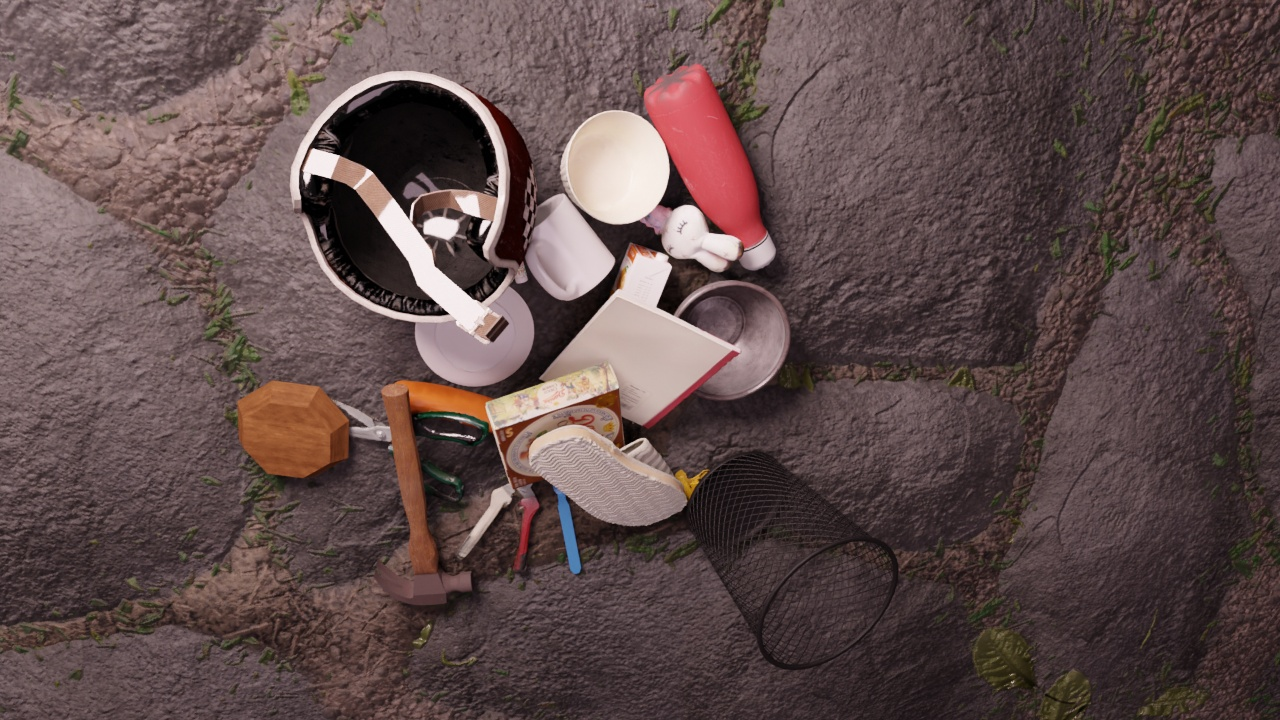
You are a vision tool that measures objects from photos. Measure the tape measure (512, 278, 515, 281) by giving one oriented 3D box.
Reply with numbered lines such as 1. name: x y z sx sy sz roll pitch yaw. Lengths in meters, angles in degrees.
1. tape measure: -0.178 -0.102 1.007 0.061 0.034 0.062 -27 105 -5

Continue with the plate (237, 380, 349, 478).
1. plate: -0.396 0.085 1.039 0.131 0.025 0.131 0 118 -1

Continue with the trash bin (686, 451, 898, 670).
1. trash bin: 0.166 0.224 1.096 0.183 0.210 0.184 -13 122 -21

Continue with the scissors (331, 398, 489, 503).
1. scissors: -0.270 0.109 1.075 0.206 0.015 0.180 6 133 8

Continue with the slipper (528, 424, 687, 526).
1. slipper: -0.035 0.133 1.079 0.115 0.054 0.272 -32 144 16

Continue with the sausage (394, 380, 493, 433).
1. sausage: -0.211 0.056 1.066 0.164 0.039 0.044 15 114 -16

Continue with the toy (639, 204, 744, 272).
1. toy: 0.055 -0.137 1.023 0.122 0.079 0.037 29 64 1

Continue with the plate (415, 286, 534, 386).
1. plate: -0.189 -0.030 1.050 0.134 0.011 0.135 -4 113 -9

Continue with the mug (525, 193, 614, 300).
1. mug: -0.087 -0.112 0.984 0.074 0.110 0.090 -25 117 29

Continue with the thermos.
1. thermos: 0.085 -0.200 0.999 0.073 0.073 0.240 -30 120 2

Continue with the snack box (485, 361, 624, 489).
1. snack box: -0.093 0.077 1.052 0.147 0.041 0.143 -18 146 -11

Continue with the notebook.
1. notebook: -0.006 0.006 1.028 0.153 0.012 0.209 25 144 -17

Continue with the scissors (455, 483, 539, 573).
1. scissors: -0.161 0.188 1.143 0.179 0.015 0.187 -26 113 0

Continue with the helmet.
1. helmet: -0.201 -0.145 0.864 0.233 0.253 0.233 15 84 0

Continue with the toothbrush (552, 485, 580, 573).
1. toothbrush: -0.094 0.203 1.166 0.016 0.014 0.167 -11 118 -6

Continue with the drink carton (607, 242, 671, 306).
1. drink carton: -0.008 -0.071 1.042 0.040 0.058 0.123 17 108 -17

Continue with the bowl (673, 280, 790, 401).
1. bowl: 0.095 -0.031 1.073 0.145 0.067 0.145 -4 113 -9

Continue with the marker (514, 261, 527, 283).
1. marker: -0.149 -0.154 1.004 0.017 0.017 0.145 -15 114 -4

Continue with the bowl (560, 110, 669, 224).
1. bowl: -0.034 -0.202 0.970 0.115 0.062 0.115 -4 99 -24

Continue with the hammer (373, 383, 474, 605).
1. hammer: -0.266 0.166 1.074 0.115 0.033 0.324 -3 123 -5

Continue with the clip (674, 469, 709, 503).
1. clip: 0.073 0.157 1.177 0.046 0.037 0.053 -21 113 12
